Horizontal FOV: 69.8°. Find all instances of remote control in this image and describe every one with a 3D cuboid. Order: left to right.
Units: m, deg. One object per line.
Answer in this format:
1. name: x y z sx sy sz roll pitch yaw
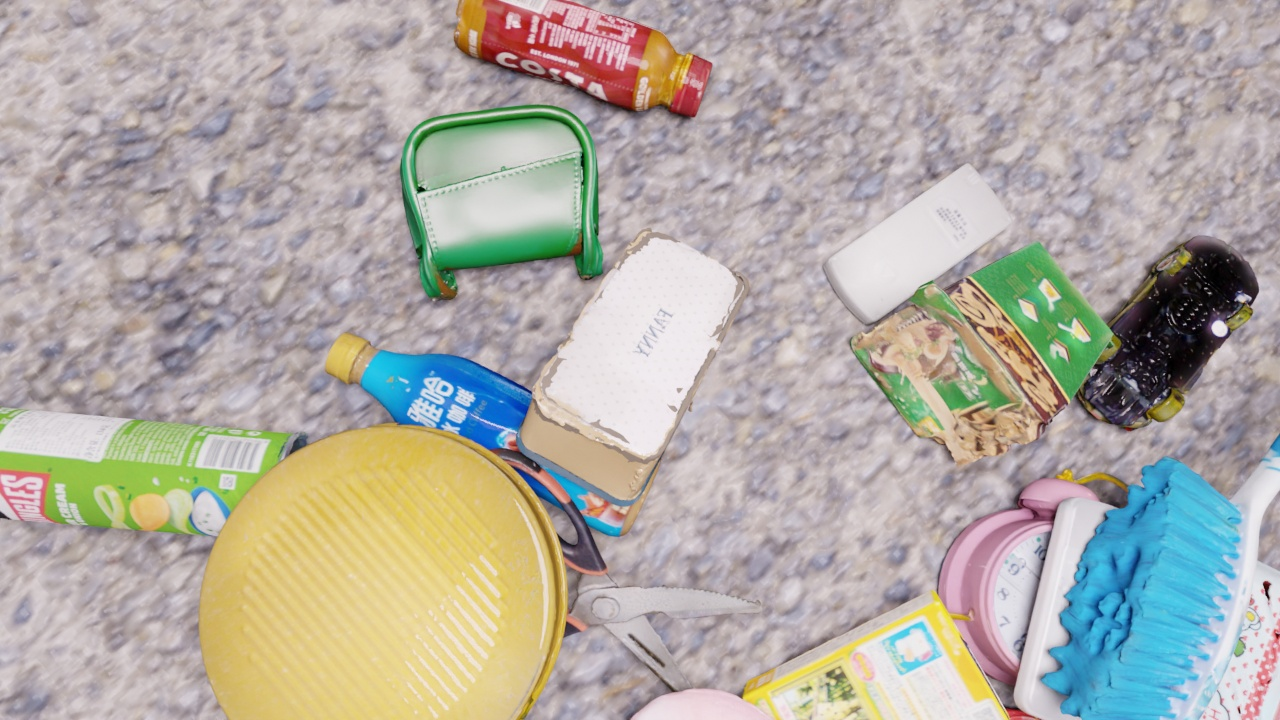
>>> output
1. remote control: 0.196 -0.082 0.652 0.135 0.019 0.056 -35 85 -9
2. remote control: 0.268 0.153 0.558 0.056 0.020 0.136 18 80 -3

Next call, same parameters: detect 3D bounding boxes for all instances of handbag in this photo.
1. handbag: -0.093 -0.105 0.615 0.131 0.068 0.120 -7 89 -7

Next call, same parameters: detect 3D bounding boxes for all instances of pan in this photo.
1. pan: -0.086 0.193 0.510 0.197 0.078 0.357 -42 82 -7

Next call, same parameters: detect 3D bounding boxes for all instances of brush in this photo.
1. brush: 0.346 0.083 0.543 0.109 0.061 0.314 30 78 -8

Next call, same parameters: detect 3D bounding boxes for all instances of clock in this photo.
1. clock: 0.275 0.143 0.601 0.158 0.060 0.117 -44 87 -11

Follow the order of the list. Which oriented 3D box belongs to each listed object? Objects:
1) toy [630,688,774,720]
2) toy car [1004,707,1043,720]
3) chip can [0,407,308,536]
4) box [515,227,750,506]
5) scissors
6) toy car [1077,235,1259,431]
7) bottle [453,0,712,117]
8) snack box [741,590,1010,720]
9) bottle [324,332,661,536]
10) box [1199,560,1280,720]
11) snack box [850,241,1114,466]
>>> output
1. toy: 0.062 0.261 0.554 0.160 0.054 0.121 1 98 15
2. toy car: 0.242 0.281 0.592 0.049 0.031 0.106 14 82 -1
3. chip can: -0.330 0.067 0.561 0.236 0.072 0.072 5 80 -4
4. box: -0.003 0.003 0.565 0.090 0.062 0.183 30 54 4
5. scissors: -0.038 0.140 0.566 0.223 0.015 0.189 -6 105 6
6. toy car: 0.369 -0.020 0.644 0.070 0.042 0.158 45 81 3
7. bottle: -0.038 -0.215 0.636 0.175 0.057 0.057 19 80 -1
8. snack box: 0.144 0.215 0.572 0.140 0.033 0.087 -31 84 10
9. bottle: -0.096 0.041 0.586 0.218 0.065 0.065 24 80 0
10. box: 0.338 0.218 0.575 0.101 0.095 0.201 26 80 -2
11. snack box: 0.229 -0.012 0.605 0.105 0.118 0.117 -35 85 -22
